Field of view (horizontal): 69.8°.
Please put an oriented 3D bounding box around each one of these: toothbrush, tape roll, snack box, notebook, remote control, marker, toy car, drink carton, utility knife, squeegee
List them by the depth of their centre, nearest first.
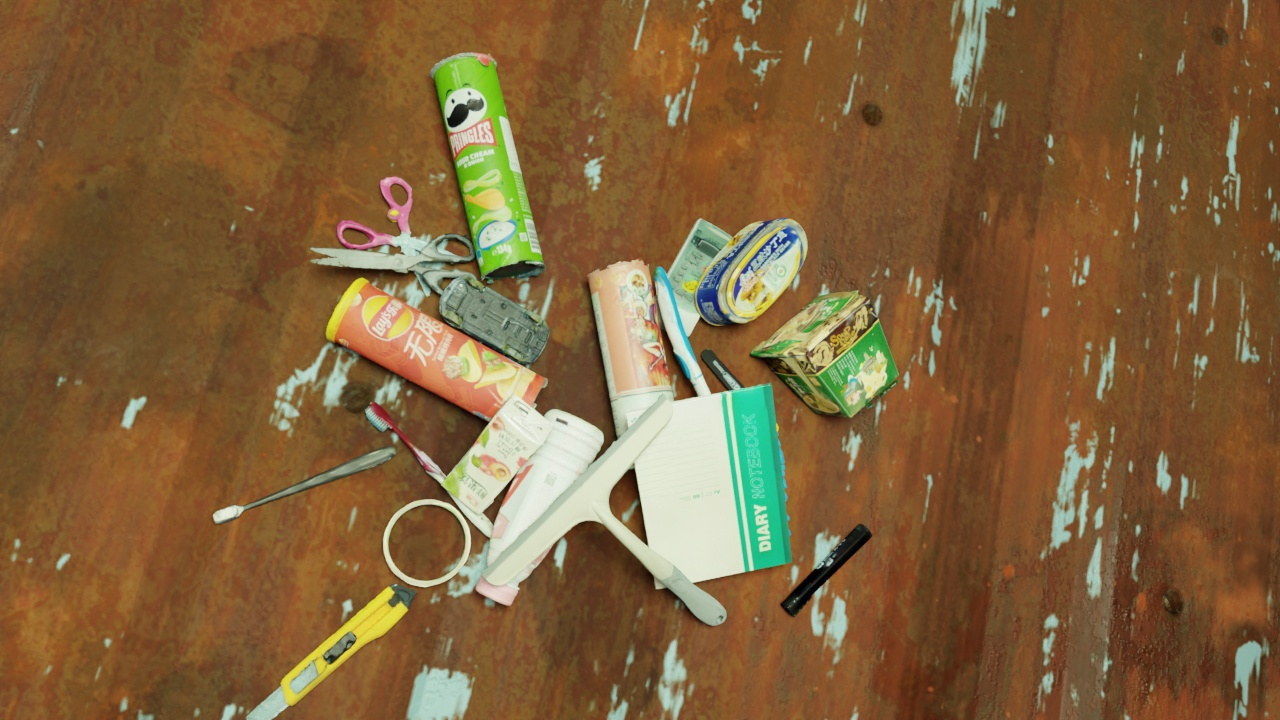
[{"bbox_3d":[-0.298,0.287,0.882,0.196,0.015,0.033,-41,89,-17],"label":"utility knife"},{"bbox_3d":[-0.329,0.122,0.905,0.180,0.018,0.015,-21,83,-18],"label":"toothbrush"},{"bbox_3d":[-0.142,0.093,0.907,0.053,0.123,0.045,39,31,-5],"label":"drink carton"},{"bbox_3d":[0.016,0.203,0.919,0.246,0.039,0.246,-44,115,-2],"label":"squeegee"},{"bbox_3d":[-0.215,0.183,0.923,0.085,0.014,0.085,2,80,-14],"label":"tape roll"},{"bbox_3d":[-0.213,0.115,0.935,0.017,0.016,0.187,-41,94,21],"label":"toothbrush"},{"bbox_3d":[0.073,0.132,0.939,0.150,0.012,0.209,-11,111,-3],"label":"notebook"},{"bbox_3d":[-0.153,-0.042,0.963,0.120,0.037,0.054,31,76,-16],"label":"toy car"},{"bbox_3d":[0.208,0.232,1.018,0.131,0.020,0.022,-40,108,-17],"label":"marker"},{"bbox_3d":[0.212,0.000,1.022,0.118,0.118,0.105,-38,103,-15],"label":"snack box"},{"bbox_3d":[0.111,0.035,1.031,0.018,0.015,0.124,-41,90,-22],"label":"marker"},{"bbox_3d":[0.059,-0.092,1.037,0.056,0.019,0.135,31,74,-7],"label":"remote control"}]

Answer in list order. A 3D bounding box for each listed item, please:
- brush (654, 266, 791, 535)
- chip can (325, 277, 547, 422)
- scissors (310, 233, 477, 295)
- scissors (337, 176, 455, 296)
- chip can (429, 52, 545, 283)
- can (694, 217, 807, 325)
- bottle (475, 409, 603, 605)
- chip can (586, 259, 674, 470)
[{"bbox_3d":[0.087,0.049,0.988,0.109,0.060,0.314,-7,90,-9],"label":"brush"},{"bbox_3d":[-0.204,-0.002,0.929,0.216,0.073,0.073,29,74,-9],"label":"chip can"},{"bbox_3d":[-0.243,-0.091,0.933,0.173,0.014,0.141,-42,108,-34],"label":"scissors"},{"bbox_3d":[-0.258,-0.126,0.967,0.124,0.017,0.133,-23,90,-20],"label":"scissors"},{"bbox_3d":[-0.161,-0.203,0.975,0.072,0.072,0.236,-13,84,-16],"label":"chip can"},{"bbox_3d":[0.126,-0.100,1.028,0.148,0.049,0.074,-47,112,-21],"label":"can"},{"bbox_3d":[-0.106,0.149,0.930,0.068,0.068,0.196,28,78,-8],"label":"bottle"},{"bbox_3d":[-0.006,0.006,0.978,0.071,0.071,0.214,-9,82,-16],"label":"chip can"}]
